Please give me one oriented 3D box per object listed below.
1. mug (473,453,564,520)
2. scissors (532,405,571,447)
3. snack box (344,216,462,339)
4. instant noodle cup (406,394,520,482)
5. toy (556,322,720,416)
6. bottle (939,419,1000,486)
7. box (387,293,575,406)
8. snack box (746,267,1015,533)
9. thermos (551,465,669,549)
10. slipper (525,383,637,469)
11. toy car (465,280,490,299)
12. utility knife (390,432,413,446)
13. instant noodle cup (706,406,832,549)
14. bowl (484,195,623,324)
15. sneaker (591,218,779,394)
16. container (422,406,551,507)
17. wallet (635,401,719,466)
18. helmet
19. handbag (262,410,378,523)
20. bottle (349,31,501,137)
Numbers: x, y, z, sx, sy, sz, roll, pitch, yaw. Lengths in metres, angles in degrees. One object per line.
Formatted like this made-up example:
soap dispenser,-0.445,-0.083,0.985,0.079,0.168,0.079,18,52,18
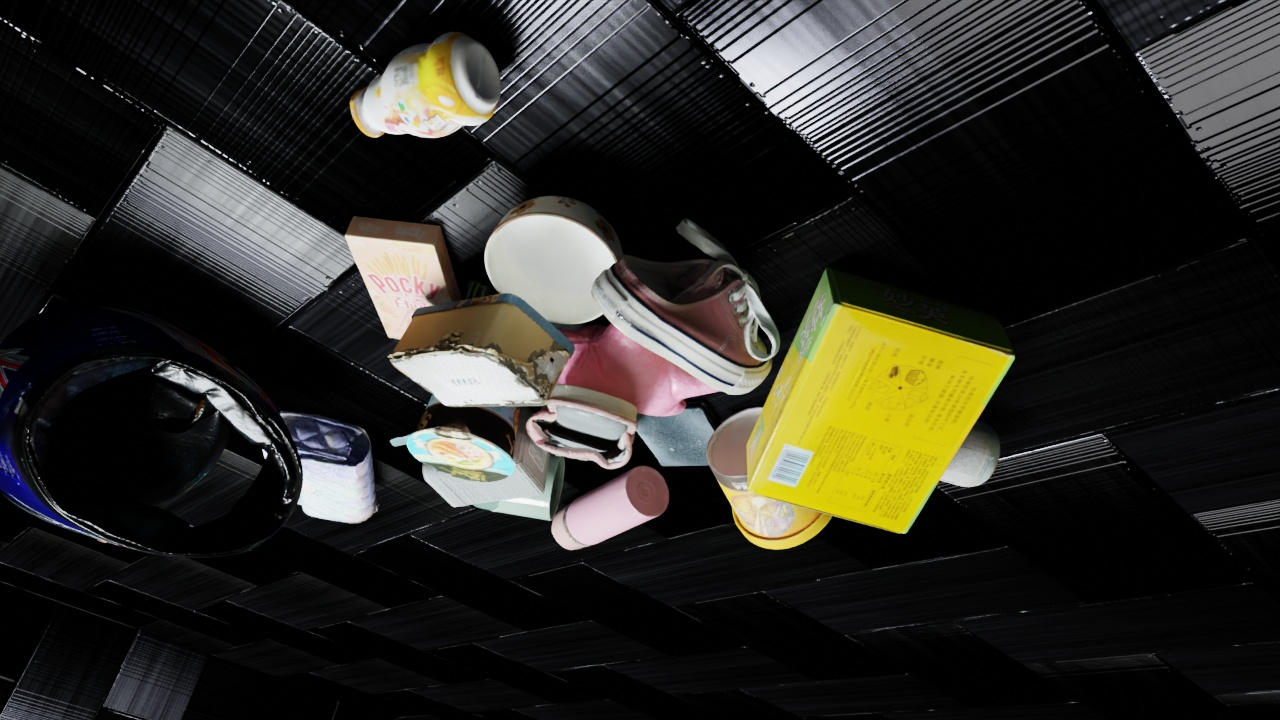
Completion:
mug,-0.152,0.149,1.143,0.106,0.082,0.111,8,178,5
scissors,-0.144,0.078,1.072,0.181,0.014,0.160,24,142,-27
snack box,-0.217,-0.071,0.873,0.084,0.026,0.157,7,147,7
instant noodle cup,-0.170,0.048,0.951,0.111,0.120,0.111,9,148,5
toy,-0.005,0.005,0.875,0.194,0.074,0.179,10,153,-3
bottle,0.252,0.071,0.896,0.189,0.067,0.068,16,147,-5
box,-0.147,-0.005,0.813,0.185,0.063,0.090,0,145,46
snack box,0.199,0.040,0.799,0.157,0.069,0.210,16,122,-5
thermos,-0.037,0.195,1.186,0.087,0.067,0.199,-3,158,-36
slipper,-0.058,0.074,0.917,0.114,0.054,0.275,18,167,-5
toy car,-0.156,-0.038,0.888,0.036,0.043,0.091,12,148,7
utility knife,-0.241,0.089,1.130,0.197,0.013,0.029,-14,141,33
instant noodle cup,0.135,0.119,0.972,0.119,0.118,0.114,-10,132,30
bowl,-0.065,-0.091,0.754,0.113,0.062,0.114,8,135,8
sneaker,0.059,-0.041,0.755,0.088,0.118,0.240,-44,147,16
container,-0.168,0.106,1.031,0.114,0.090,0.090,-7,145,17
wallet,0.046,0.085,1.031,0.097,0.019,0.121,-5,141,26
helmet,-0.547,0.073,1.004,0.241,0.247,0.315,19,163,50
handbag,-0.421,0.147,1.221,0.134,0.075,0.194,14,147,-3
bottle,-0.153,-0.188,0.646,0.109,0.063,0.063,-8,142,29
